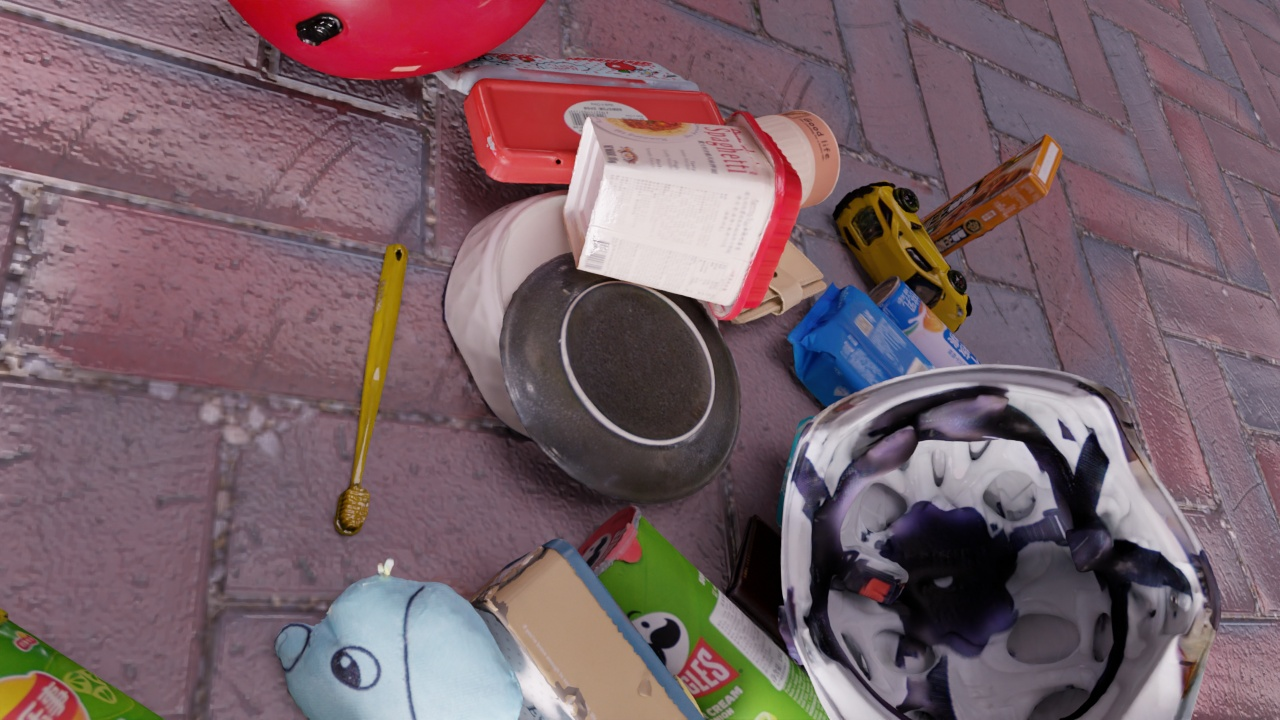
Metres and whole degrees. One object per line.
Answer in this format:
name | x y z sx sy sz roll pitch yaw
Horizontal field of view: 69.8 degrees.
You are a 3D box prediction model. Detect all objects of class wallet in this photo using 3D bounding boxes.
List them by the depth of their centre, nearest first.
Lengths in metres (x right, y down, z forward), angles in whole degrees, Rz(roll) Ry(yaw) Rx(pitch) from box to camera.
wallet | 0.111 0.169 0.618 0.122 0.020 0.096 45 24 -5
wallet | 0.090 -0.070 0.731 0.114 0.024 0.087 -22 60 -40

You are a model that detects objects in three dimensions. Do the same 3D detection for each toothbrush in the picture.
toothbrush | -0.157 0.010 0.545 0.015 0.017 0.189 17 59 -26

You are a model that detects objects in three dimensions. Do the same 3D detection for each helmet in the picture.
helmet | 0.199 0.139 0.557 0.229 0.146 0.258 -13 69 8
helmet | -0.144 -0.257 0.590 0.239 0.207 0.144 -52 131 -20

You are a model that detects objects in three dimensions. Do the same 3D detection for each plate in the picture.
plate | -0.003 0.003 0.586 0.179 0.024 0.179 14 60 -26
plate | -0.029 -0.031 0.632 0.204 0.046 0.204 15 59 -27

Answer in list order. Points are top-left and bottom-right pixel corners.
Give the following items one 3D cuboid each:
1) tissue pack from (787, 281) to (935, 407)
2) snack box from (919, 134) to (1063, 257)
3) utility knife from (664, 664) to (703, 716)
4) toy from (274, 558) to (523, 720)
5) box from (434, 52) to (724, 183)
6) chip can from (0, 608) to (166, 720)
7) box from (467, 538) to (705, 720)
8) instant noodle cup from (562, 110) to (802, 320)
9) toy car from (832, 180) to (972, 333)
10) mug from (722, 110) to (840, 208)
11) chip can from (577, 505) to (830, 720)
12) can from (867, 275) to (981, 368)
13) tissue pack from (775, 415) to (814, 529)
tissue pack | 0.187 0.014 0.745 0.157 0.052 0.094 45 49 -6
snack box | 0.305 -0.138 0.833 0.026 0.154 0.075 44 51 -8
utility knife | 0.047 0.234 0.524 0.018 0.031 0.167 -23 105 -11
toy | -0.104 0.173 0.453 0.161 0.049 0.156 3 94 5
box | -0.039 -0.186 0.669 0.200 0.059 0.161 -7 52 -30
chip can | -0.206 0.193 0.385 0.221 0.073 0.072 40 51 -11
box | -0.025 0.189 0.495 0.184 0.090 0.062 53 50 -3
instant noodle cup | 0.021 -0.100 0.592 0.124 0.117 0.116 6 36 -19
toy car | 0.234 -0.088 0.815 0.041 0.071 0.156 -28 84 -41
mug | 0.089 -0.167 0.764 0.105 0.082 0.114 -21 53 -37
chip can | 0.056 0.192 0.555 0.236 0.072 0.072 44 51 -7
can | 0.248 -0.008 0.795 0.134 0.053 0.053 45 51 -6
tissue pack | 0.167 0.097 0.667 0.133 0.050 0.093 14 94 -24
